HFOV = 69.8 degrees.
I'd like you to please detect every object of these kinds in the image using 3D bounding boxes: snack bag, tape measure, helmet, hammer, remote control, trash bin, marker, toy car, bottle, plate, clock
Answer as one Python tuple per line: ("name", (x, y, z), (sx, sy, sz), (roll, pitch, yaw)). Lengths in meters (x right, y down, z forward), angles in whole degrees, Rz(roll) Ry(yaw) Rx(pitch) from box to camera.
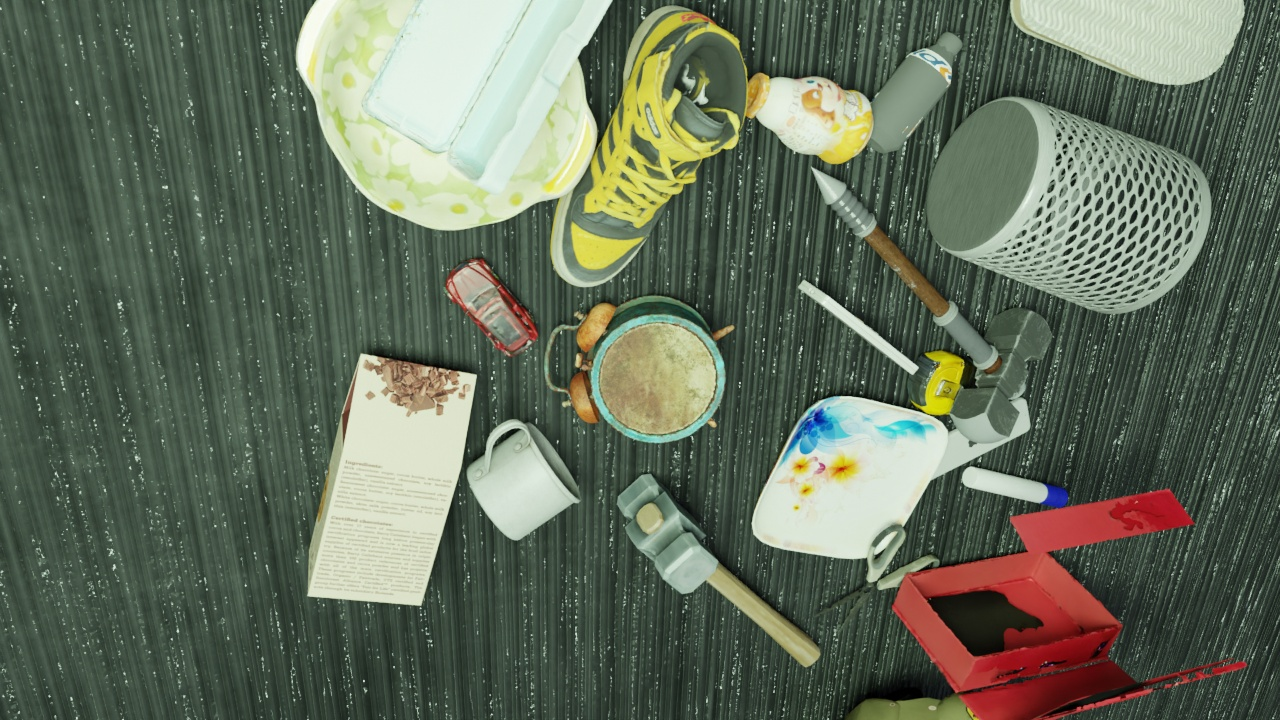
("snack bag", (-0.211, 0.097, 0.775), (0.094, 0.070, 0.207), (11, 108, -23))
("tape measure", (0.305, 0.024, 0.934), (0.064, 0.037, 0.066), (12, 108, -23))
("helmet", (0.314, 0.466, 0.993), (0.232, 0.255, 0.251), (-4, 114, -21))
("hammer", (0.096, 0.234, 0.930), (0.051, 0.117, 0.323), (-42, 127, 2))
("remote control", (0.207, -0.032, 0.869), (0.135, 0.050, 0.011), (33, 99, -27))
("trash bin", (0.373, -0.140, 0.822), (0.183, 0.156, 0.157), (14, 107, -21))
("remote control", (0.357, 0.088, 0.995), (0.146, 0.008, 0.045), (-25, 118, -6))
("marker", (0.421, 0.142, 1.031), (0.133, 0.027, 0.023), (14, 107, -21))
("toy car", (-0.124, -0.044, 0.765), (0.042, 0.036, 0.091), (-38, 113, 1))
("bottle", (0.235, -0.233, 0.793), (0.047, 0.047, 0.112), (34, 99, -28))
("plate", (0.215, 0.122, 0.952), (0.186, 0.016, 0.187), (13, 113, -23))
("hammer", (0.264, -0.068, 0.860), (0.322, 0.043, 0.155), (41, 67, -22))
("bottle", (0.138, -0.205, 0.764), (0.109, 0.063, 0.063), (11, 108, -23))
("clock", (-0.005, 0.005, 0.804), (0.157, 0.073, 0.121), (8, 105, -5))

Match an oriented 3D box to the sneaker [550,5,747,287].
("sneaker", (0.008, -0.153, 0.710), (0.086, 0.122, 0.239), (17, 105, -23))

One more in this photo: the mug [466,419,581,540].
("mug", (-0.108, 0.098, 0.798), (0.070, 0.084, 0.113), (-35, 135, 1))

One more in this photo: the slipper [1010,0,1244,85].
("slipper", (0.430, -0.317, 0.820), (0.262, 0.052, 0.115), (3, 110, -24))

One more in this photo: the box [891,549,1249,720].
("box", (0.447, 0.318, 0.915), (0.211, 0.378, 0.124), (-4, 102, -20))

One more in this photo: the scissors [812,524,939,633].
("scissors", (0.268, 0.244, 1.023), (0.157, 0.012, 0.171), (-3, 126, -24))

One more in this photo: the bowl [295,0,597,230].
("bowl", (-0.139, -0.196, 0.677), (0.219, 0.060, 0.188), (22, 104, -24))

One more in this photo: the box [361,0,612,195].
("box", (-0.092, -0.222, 0.609), (0.122, 0.078, 0.197), (30, 99, -7))
